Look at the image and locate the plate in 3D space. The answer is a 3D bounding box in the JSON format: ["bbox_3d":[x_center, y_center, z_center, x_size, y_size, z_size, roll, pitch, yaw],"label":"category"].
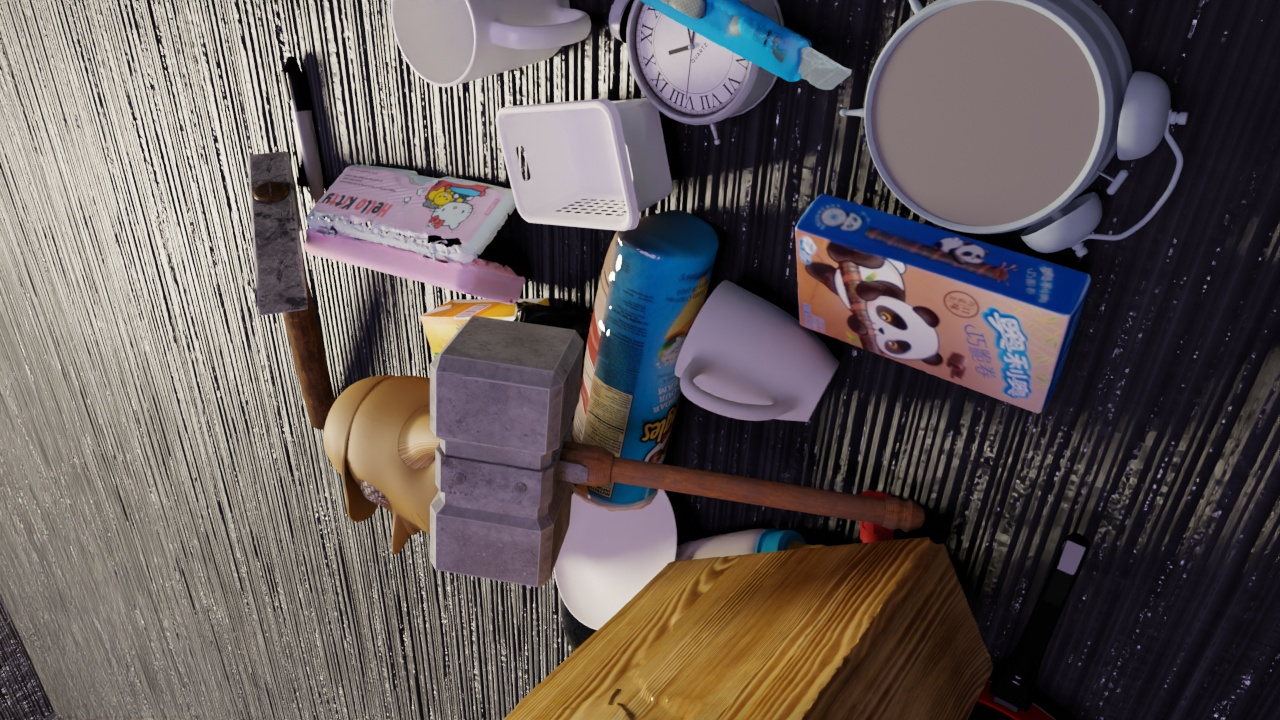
[{"bbox_3d":[-0.020,0.154,0.757,0.135,0.011,0.134,-16,64,37],"label":"plate"}]

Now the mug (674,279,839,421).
[{"bbox_3d":[0.071,0.008,0.581,0.089,0.107,0.071,29,127,12],"label":"mug"}]

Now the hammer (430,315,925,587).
[{"bbox_3d":[0.026,0.078,0.604,0.318,0.082,0.163,8,115,5],"label":"hammer"}]

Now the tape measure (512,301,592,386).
[{"bbox_3d":[-0.070,-0.008,0.700,0.042,0.071,0.072,-126,47,-63],"label":"tape measure"}]

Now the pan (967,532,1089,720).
[{"bbox_3d":[0.237,0.249,0.615,0.209,0.067,0.357,24,120,28],"label":"pan"}]

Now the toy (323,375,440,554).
[{"bbox_3d":[-0.178,0.085,0.780,0.203,0.162,0.199,17,159,17],"label":"toy"}]

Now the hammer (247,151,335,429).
[{"bbox_3d":[-0.320,-0.015,0.871,0.301,0.037,0.217,96,157,-44],"label":"hammer"}]

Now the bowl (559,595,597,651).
[{"bbox_3d":[-0.008,0.204,0.778,0.115,0.060,0.114,-18,62,37],"label":"bowl"}]

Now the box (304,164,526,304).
[{"bbox_3d":[-0.183,-0.113,0.747,0.202,0.087,0.095,15,95,32],"label":"box"}]

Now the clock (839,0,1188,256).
[{"bbox_3d":[0.186,-0.119,0.458,0.159,0.045,0.123,37,133,18],"label":"clock"}]

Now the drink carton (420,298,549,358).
[{"bbox_3d":[-0.127,-0.018,0.770,0.123,0.041,0.058,2,116,37],"label":"drink carton"}]

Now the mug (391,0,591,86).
[{"bbox_3d":[-0.087,-0.218,0.587,0.110,0.090,0.074,22,127,28],"label":"mug"}]

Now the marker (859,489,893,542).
[{"bbox_3d":[0.168,0.159,0.650,0.023,0.021,0.145,29,134,52],"label":"marker"}]

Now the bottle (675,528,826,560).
[{"bbox_3d":[0.083,0.154,0.694,0.147,0.051,0.051,-22,100,43],"label":"bottle"}]

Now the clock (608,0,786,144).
[{"bbox_3d":[0.029,-0.197,0.544,0.122,0.035,0.095,49,134,3],"label":"clock"}]

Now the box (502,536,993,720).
[{"bbox_3d":[0.051,0.272,0.553,0.258,0.278,0.215,-14,104,43],"label":"box"}]

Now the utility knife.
[{"bbox_3d":[0.040,-0.192,0.504,0.173,0.015,0.031,34,135,17],"label":"utility knife"}]

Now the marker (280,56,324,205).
[{"bbox_3d":[-0.300,-0.199,0.817,0.016,0.022,0.139,14,122,26],"label":"marker"}]

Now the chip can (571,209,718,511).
[{"bbox_3d":[-0.004,0.004,0.662,0.080,0.079,0.230,30,129,22],"label":"chip can"}]

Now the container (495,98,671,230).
[{"bbox_3d":[-0.035,-0.134,0.608,0.129,0.049,0.081,14,123,48],"label":"container"}]

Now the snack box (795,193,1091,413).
[{"bbox_3d":[0.161,-0.032,0.514,0.151,0.034,0.087,24,152,27],"label":"snack box"}]
